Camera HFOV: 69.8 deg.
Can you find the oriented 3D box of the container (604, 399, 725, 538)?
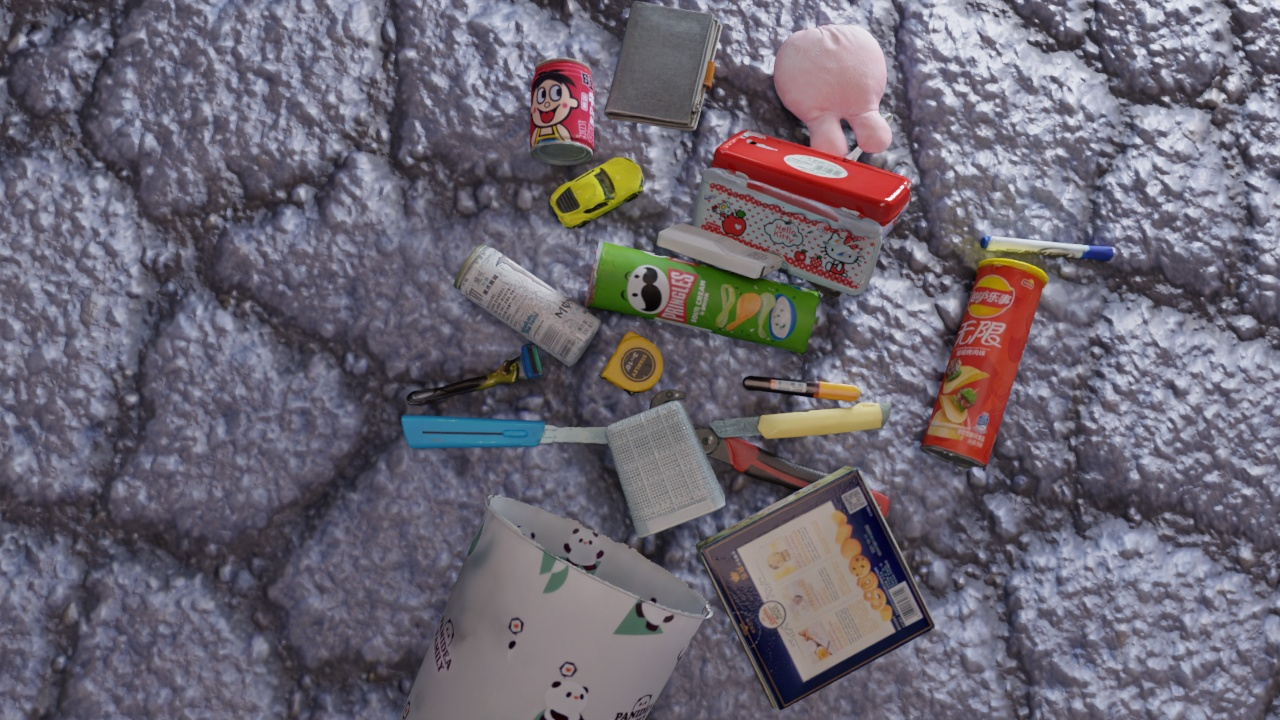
[{"bbox_3d":[0.021,0.102,0.902,0.090,0.090,0.111,-22,87,4],"label":"container"}]

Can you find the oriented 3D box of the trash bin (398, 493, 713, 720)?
[{"bbox_3d":[-0.091,0.283,0.821,0.229,0.229,0.252,26,88,-1],"label":"trash bin"}]

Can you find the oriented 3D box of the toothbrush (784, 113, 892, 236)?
[{"bbox_3d":[0.200,-0.188,0.991,0.224,0.027,0.026,-48,125,-8],"label":"toothbrush"}]

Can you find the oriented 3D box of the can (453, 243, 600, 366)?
[{"bbox_3d":[-0.114,-0.056,0.933,0.147,0.058,0.058,34,82,0],"label":"can"}]

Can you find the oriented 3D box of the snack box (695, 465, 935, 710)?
[{"bbox_3d":[0.174,0.226,0.921,0.182,0.046,0.178,-26,91,-5],"label":"snack box"}]

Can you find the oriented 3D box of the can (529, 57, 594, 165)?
[{"bbox_3d":[-0.081,-0.259,0.956,0.066,0.066,0.093,1,83,-5],"label":"can"}]

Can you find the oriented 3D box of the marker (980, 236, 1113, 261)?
[{"bbox_3d":[0.446,-0.123,1.009,0.146,0.017,0.017,5,83,-4],"label":"marker"}]

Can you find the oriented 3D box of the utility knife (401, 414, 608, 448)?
[{"bbox_3d":[-0.125,0.074,0.938,0.234,0.018,0.034,1,82,-6],"label":"utility knife"}]

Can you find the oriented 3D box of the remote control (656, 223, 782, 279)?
[{"bbox_3d":[0.079,-0.113,0.937,0.125,0.048,0.024,22,117,24],"label":"remote control"}]

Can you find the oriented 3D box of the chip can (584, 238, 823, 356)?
[{"bbox_3d":[0.063,-0.064,0.943,0.236,0.072,0.072,13,82,-4],"label":"chip can"}]

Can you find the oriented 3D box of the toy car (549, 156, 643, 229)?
[{"bbox_3d":[-0.045,-0.180,0.967,0.105,0.032,0.048,-29,86,-9],"label":"toy car"}]

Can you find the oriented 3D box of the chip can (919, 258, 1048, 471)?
[{"bbox_3d":[0.357,0.003,0.959,0.073,0.073,0.216,22,83,-2],"label":"chip can"}]

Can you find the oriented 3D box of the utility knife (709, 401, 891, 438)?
[{"bbox_3d":[0.170,0.064,0.956,0.201,0.021,0.031,-3,81,-16],"label":"utility knife"}]

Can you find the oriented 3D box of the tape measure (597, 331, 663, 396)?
[{"bbox_3d":[-0.006,0.006,0.950,0.057,0.029,0.060,30,82,0],"label":"tape measure"}]

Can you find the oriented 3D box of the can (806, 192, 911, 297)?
[{"bbox_3d":[0.229,-0.134,0.973,0.053,0.053,0.134,38,82,0],"label":"can"}]

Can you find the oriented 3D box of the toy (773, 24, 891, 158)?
[{"bbox_3d":[0.209,-0.287,0.987,0.121,0.054,0.159,-11,78,3],"label":"toy"}]

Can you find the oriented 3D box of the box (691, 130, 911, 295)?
[{"bbox_3d":[0.162,-0.154,0.947,0.201,0.100,0.109,24,43,23],"label":"box"}]

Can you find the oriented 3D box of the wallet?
[{"bbox_3d":[0.027,-0.314,0.988,0.106,0.037,0.129,12,81,8],"label":"wallet"}]

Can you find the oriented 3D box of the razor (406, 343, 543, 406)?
[{"bbox_3d":[-0.169,0.023,0.938,0.142,0.022,0.042,-17,52,-3],"label":"razor"}]

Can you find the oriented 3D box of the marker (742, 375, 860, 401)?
[{"bbox_3d":[0.170,0.029,0.970,0.124,0.015,0.018,6,81,-1],"label":"marker"}]

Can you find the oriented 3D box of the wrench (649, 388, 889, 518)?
[{"bbox_3d":[0.133,0.106,0.956,0.273,0.016,0.056,25,82,-1],"label":"wrench"}]
